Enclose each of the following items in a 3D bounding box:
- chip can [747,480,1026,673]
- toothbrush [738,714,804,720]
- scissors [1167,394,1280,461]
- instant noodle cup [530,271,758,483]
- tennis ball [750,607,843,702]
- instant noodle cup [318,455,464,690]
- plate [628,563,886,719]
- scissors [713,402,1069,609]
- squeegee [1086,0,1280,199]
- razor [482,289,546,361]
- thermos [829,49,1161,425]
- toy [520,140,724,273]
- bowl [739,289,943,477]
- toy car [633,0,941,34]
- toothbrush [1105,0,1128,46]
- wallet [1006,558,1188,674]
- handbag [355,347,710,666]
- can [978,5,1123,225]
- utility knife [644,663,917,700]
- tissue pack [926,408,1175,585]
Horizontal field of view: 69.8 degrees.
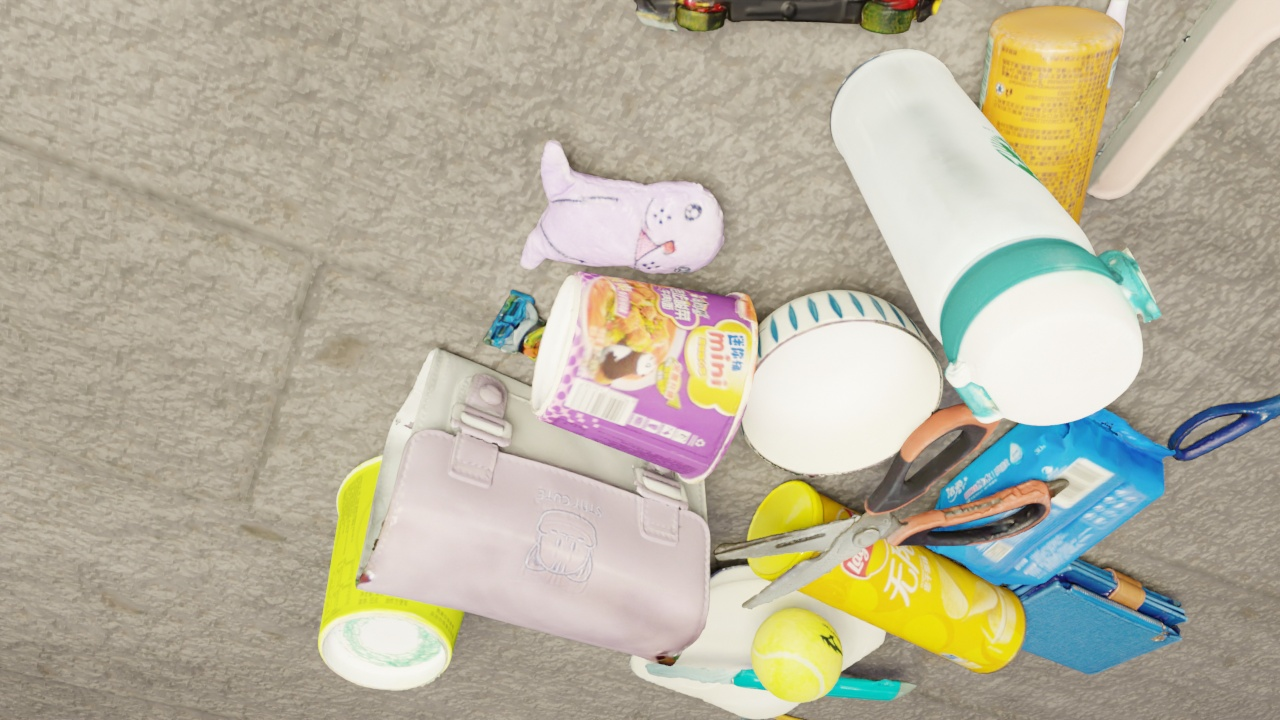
[{"bbox_3d":[0.179,0.159,0.661,0.213,0.072,0.072,28,122,-23],"label":"chip can"},{"bbox_3d":[0.164,0.341,0.833,0.191,0.018,0.016,26,124,-20],"label":"toothbrush"},{"bbox_3d":[0.435,0.030,0.606,0.162,0.012,0.173,-16,126,11],"label":"scissors"},{"bbox_3d":[-0.003,0.003,0.508,0.099,0.111,0.112,16,125,-14],"label":"instant noodle cup"},{"bbox_3d":[0.112,0.211,0.658,0.065,0.065,0.066,-1,128,-1],"label":"tennis ball"},{"bbox_3d":[-0.156,0.142,0.602,0.111,0.123,0.112,-1,127,-2],"label":"instant noodle cup"},{"bbox_3d":[0.089,0.215,0.723,0.163,0.034,0.165,28,121,-22],"label":"plate"},{"bbox_3d":[0.157,0.095,0.563,0.189,0.015,0.228,18,124,-24],"label":"scissors"},{"bbox_3d":[0.400,-0.145,0.454,0.249,0.040,0.248,16,125,-15],"label":"squeegee"},{"bbox_3d":[-0.025,0.005,0.565,0.142,0.022,0.043,25,124,-20],"label":"razor"},{"bbox_3d":[0.138,-0.063,0.390,0.073,0.223,0.073,-1,128,-2],"label":"thermos"},{"bbox_3d":[-0.006,-0.076,0.491,0.108,0.038,0.084,8,138,-8],"label":"toy"},{"bbox_3d":[0.111,0.005,0.541,0.116,0.066,0.117,-2,128,-3],"label":"bowl"},{"bbox_3d":[0.067,-0.185,0.407,0.156,0.041,0.071,-2,128,-2],"label":"toy car"},{"bbox_3d":[0.229,-0.144,0.459,0.029,0.021,0.189,27,138,32],"label":"toothbrush"},{"bbox_3d":[0.342,0.202,0.720,0.133,0.040,0.107,23,132,-19],"label":"wallet"},{"bbox_3d":[-0.057,0.090,0.553,0.197,0.144,0.099,23,126,-19],"label":"handbag"},{"bbox_3d":[0.199,-0.100,0.468,0.058,0.058,0.146,-5,128,2],"label":"can"},{"bbox_3d":[0.111,0.251,0.721,0.223,0.013,0.029,9,129,-12],"label":"utility knife"},{"bbox_3d":[0.269,0.092,0.623,0.095,0.052,0.157,27,122,-18],"label":"tissue pack"}]
